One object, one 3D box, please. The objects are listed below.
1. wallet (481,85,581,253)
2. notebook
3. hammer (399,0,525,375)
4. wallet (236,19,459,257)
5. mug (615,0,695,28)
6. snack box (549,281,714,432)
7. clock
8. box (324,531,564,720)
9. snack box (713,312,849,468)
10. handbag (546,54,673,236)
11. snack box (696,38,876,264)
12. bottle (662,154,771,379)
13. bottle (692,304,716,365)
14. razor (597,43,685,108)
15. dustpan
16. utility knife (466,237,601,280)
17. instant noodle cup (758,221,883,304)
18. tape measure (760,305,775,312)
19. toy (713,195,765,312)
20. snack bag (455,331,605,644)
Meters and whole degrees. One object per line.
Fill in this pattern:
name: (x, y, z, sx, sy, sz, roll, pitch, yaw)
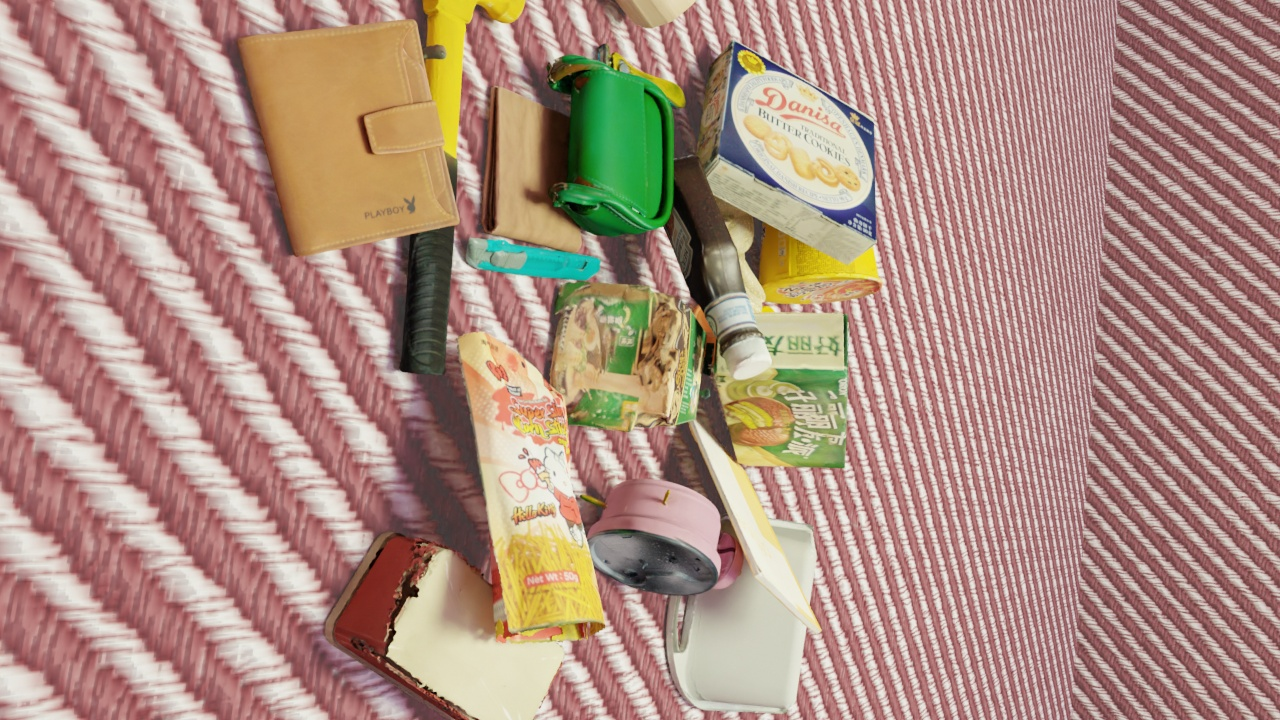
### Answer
wallet: (-0.083, -0.149, 0.727, 0.101, 0.020, 0.115, 4, 86, -55)
notebook: (0.105, 0.151, 0.884, 0.146, 0.010, 0.206, 48, 14, -43)
hammer: (-0.142, -0.140, 0.638, 0.128, 0.033, 0.300, 5, 88, -52)
wallet: (-0.172, -0.140, 0.572, 0.119, 0.035, 0.131, -16, 105, -20)
mug: (-0.005, -0.361, 0.778, 0.103, 0.084, 0.124, 40, 35, -47)
snack box: (-0.005, 0.005, 0.774, 0.105, 0.118, 0.118, 21, 76, -64)
clock: (0.024, 0.163, 0.805, 0.158, 0.117, 0.059, 52, 42, -38)
box: (-0.123, 0.196, 0.640, 0.168, 0.081, 0.091, 54, 52, -40)
snack box: (0.140, 0.035, 0.878, 0.240, 0.114, 0.063, 68, 26, -62)
handbag: (-0.029, -0.170, 0.739, 0.120, 0.068, 0.131, 13, 77, -52)
snack box: (0.145, -0.205, 0.894, 0.178, 0.046, 0.182, 23, 53, -19)
bottle: (0.060, -0.077, 0.774, 0.080, 0.044, 0.194, 101, -28, -65)
bottle: (0.100, -0.006, 0.940, 0.149, 0.067, 0.066, 52, 52, -49)
razor: (0.007, -0.249, 0.834, 0.132, 0.028, 0.043, 2, 87, -54)
dustpan: (0.112, 0.275, 1.009, 0.258, 0.143, 0.222, 61, 39, -76)
utility knife: (-0.082, -0.079, 0.727, 0.151, 0.013, 0.029, 0, 131, -52)
instant noodle cup: (0.190, -0.127, 0.996, 0.137, 0.138, 0.109, 10, 76, -52)
tape measure: (0.127, -0.031, 0.995, 0.060, 0.029, 0.057, 56, 51, -38)
toy: (0.096, -0.120, 0.921, 0.104, 0.066, 0.157, -43, 128, -46)
snack bag: (-0.077, 0.091, 0.646, 0.128, 0.073, 0.207, 35, 39, -58)
